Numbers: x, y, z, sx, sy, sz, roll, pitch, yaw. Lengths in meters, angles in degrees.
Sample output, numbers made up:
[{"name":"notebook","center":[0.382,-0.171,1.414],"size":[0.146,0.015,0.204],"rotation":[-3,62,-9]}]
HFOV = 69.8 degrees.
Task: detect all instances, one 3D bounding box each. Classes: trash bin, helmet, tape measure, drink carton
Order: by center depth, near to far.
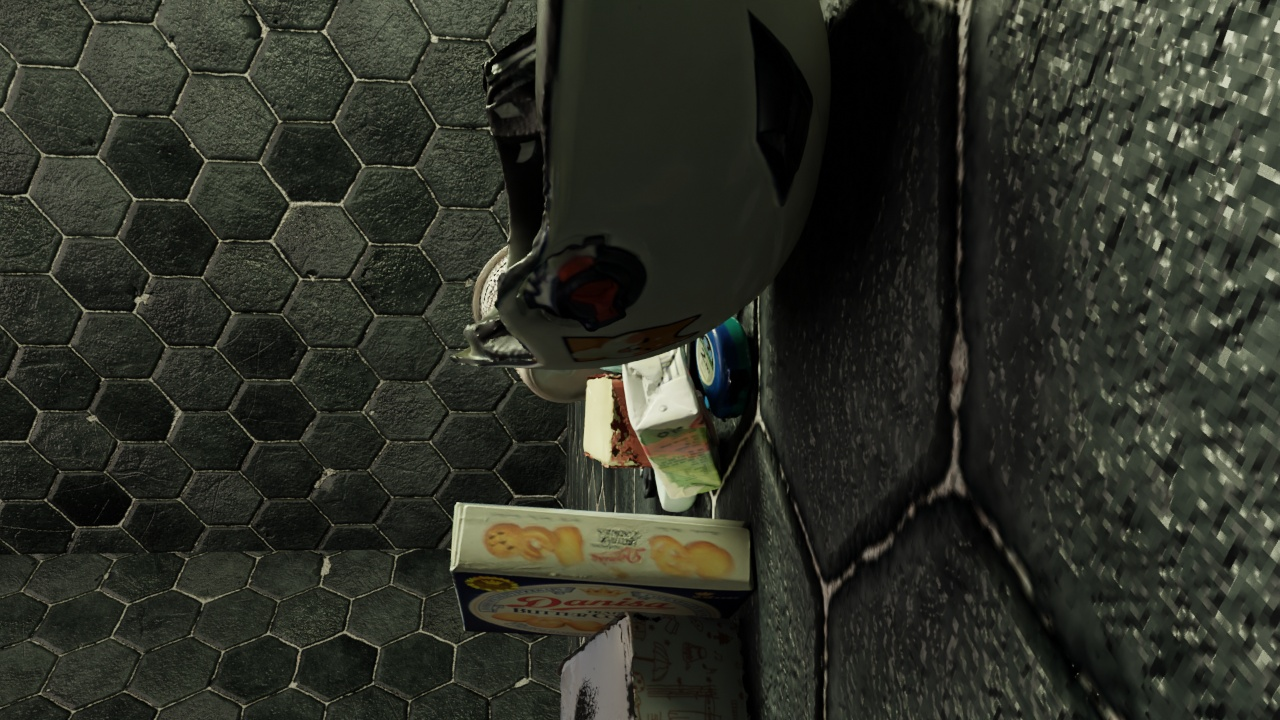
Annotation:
[{"name":"helmet","center":[0.007,-0.104,0.428],"size":[0.275,0.156,0.229],"rotation":[124,150,-59]},{"name":"tape measure","center":[0.053,0.001,0.570],"size":[0.055,0.025,0.058],"rotation":[99,159,-47]},{"name":"drink carton","center":[0.024,0.044,0.602],"size":[0.122,0.045,0.053],"rotation":[65,-170,-59]},{"name":"trash bin","center":[-0.123,-0.048,1.362],"size":[0.192,0.227,0.228],"rotation":[-120,29,-52]}]

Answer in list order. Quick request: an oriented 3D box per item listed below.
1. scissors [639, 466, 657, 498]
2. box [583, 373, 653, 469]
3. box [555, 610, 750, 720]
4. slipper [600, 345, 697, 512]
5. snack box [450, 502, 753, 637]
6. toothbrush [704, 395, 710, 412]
[{"name":"scissors","center":[0.014,0.059,0.942],"size":[0.136,0.014,0.175],"rotation":[-165,77,-82]},{"name":"box","center":[-0.021,0.059,0.886],"size":[0.168,0.079,0.091],"rotation":[174,98,-78]},{"name":"box","center":[0.006,0.292,0.613],"size":[0.274,0.126,0.178],"rotation":[92,175,-55]},{"name":"slipper","center":[-0.004,0.004,0.729],"size":[0.104,0.074,0.245],"rotation":[-139,37,-81]},{"name":"snack box","center":[-0.032,0.149,0.618],"size":[0.183,0.178,0.045],"rotation":[103,170,-62]},{"name":"toothbrush","center":[0.054,-0.022,0.607],"size":[0.190,0.016,0.014],"rotation":[98,178,-52]}]
